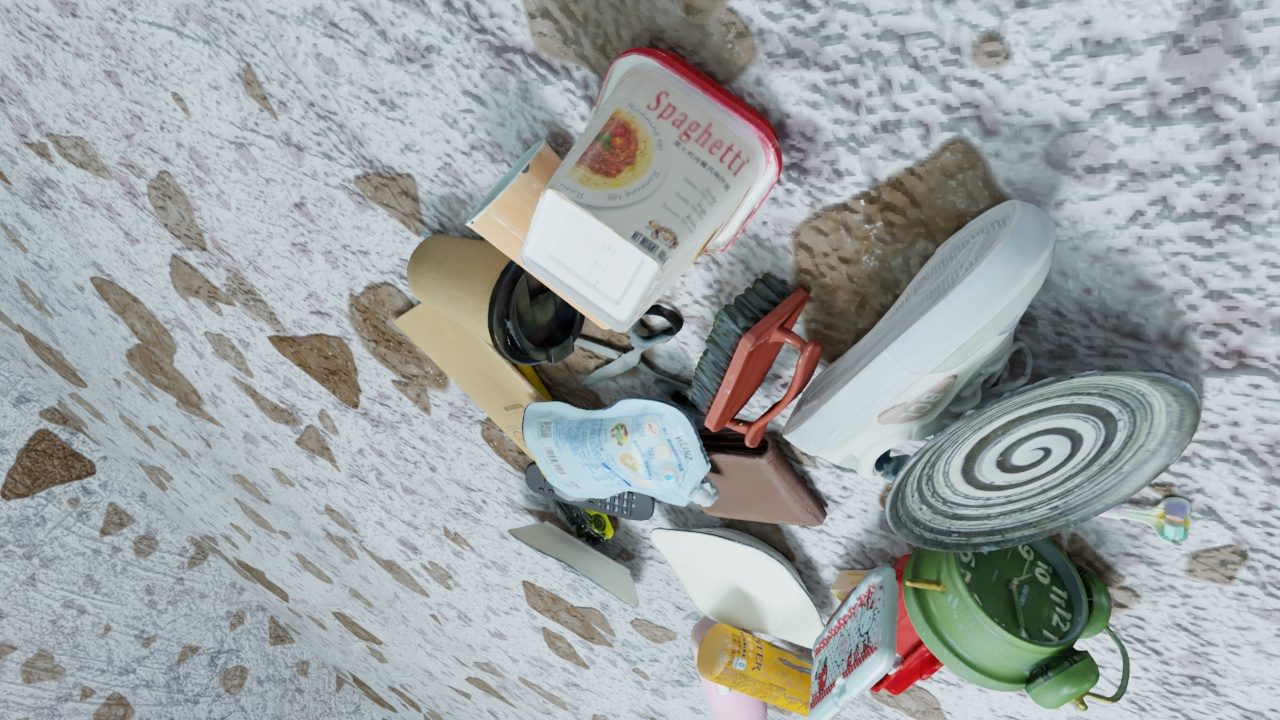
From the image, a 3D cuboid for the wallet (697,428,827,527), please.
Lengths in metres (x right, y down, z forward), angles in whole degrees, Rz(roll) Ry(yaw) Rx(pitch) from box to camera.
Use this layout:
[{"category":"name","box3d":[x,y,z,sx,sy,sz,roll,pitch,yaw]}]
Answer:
[{"category":"wallet","box3d":[0.084,0.100,0.778,0.125,0.032,0.101,0,135,44]}]

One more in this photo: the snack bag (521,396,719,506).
[{"category":"snack bag","box3d":[-0.019,0.079,0.789,0.191,0.038,0.110,-5,112,43]}]

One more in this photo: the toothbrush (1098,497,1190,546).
[{"category":"toothbrush","box3d":[0.259,0.091,0.616,0.190,0.029,0.020,6,177,40]}]

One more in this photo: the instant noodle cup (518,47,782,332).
[{"category":"instant noodle cup","box3d":[0.000,-0.093,0.526,0.116,0.124,0.117,36,148,1]}]

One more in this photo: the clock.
[{"category":"clock","box3d":[0.260,0.170,0.628,0.161,0.115,0.056,34,137,9]}]

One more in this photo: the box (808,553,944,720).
[{"category":"box","box3d":[0.190,0.243,0.743,0.095,0.100,0.202,30,147,14]}]

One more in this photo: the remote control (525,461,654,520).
[{"category":"remote control","box3d":[-0.049,0.127,0.924,0.136,0.024,0.053,14,128,10]}]

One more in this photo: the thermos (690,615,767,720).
[{"category":"thermos","box3d":[0.103,0.368,1.046,0.067,0.087,0.199,-10,135,6]}]

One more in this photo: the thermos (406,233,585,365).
[{"category":"thermos","box3d":[-0.115,-0.054,0.720,0.143,0.092,0.093,20,144,36]}]

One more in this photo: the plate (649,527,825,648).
[{"category":"plate","box3d":[0.101,0.212,0.896,0.164,0.034,0.164,2,134,41]}]

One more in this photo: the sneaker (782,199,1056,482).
[{"category":"sneaker","box3d":[0.171,0.009,0.530,0.091,0.089,0.243,33,148,2]}]

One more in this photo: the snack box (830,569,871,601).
[{"category":"snack box","box3d":[0.245,0.210,0.769,0.084,0.026,0.158,48,145,-17]}]

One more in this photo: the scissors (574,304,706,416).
[{"category":"scissors","box3d":[-0.005,0.001,0.754,0.159,0.014,0.182,39,149,-1]}]

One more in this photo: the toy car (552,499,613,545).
[{"category":"toy car","box3d":[-0.066,0.150,0.977,0.105,0.032,0.048,52,146,-4]}]

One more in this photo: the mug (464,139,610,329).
[{"category":"mug","box3d":[-0.050,-0.082,0.637,0.123,0.078,0.078,43,147,-19]}]

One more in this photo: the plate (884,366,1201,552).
[{"category":"plate","box3d":[0.225,0.057,0.527,0.179,0.024,0.180,-7,139,-6]}]

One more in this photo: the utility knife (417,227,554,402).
[{"category":"utility knife","box3d":[-0.137,-0.029,0.830,0.033,0.015,0.223,3,135,41]}]

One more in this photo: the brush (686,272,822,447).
[{"category":"brush","box3d":[0.078,0.011,0.640,0.069,0.063,0.146,43,150,16]}]

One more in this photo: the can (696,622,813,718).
[{"category":"can","box3d":[0.132,0.321,0.947,0.146,0.058,0.058,26,151,-19]}]

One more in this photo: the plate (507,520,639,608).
[{"category":"plate","box3d":[-0.068,0.221,1.027,0.163,0.034,0.164,29,169,6]}]

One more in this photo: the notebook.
[{"category":"notebook","box3d":[-0.145,0.022,0.892,0.207,0.008,0.148,47,154,-15]}]
